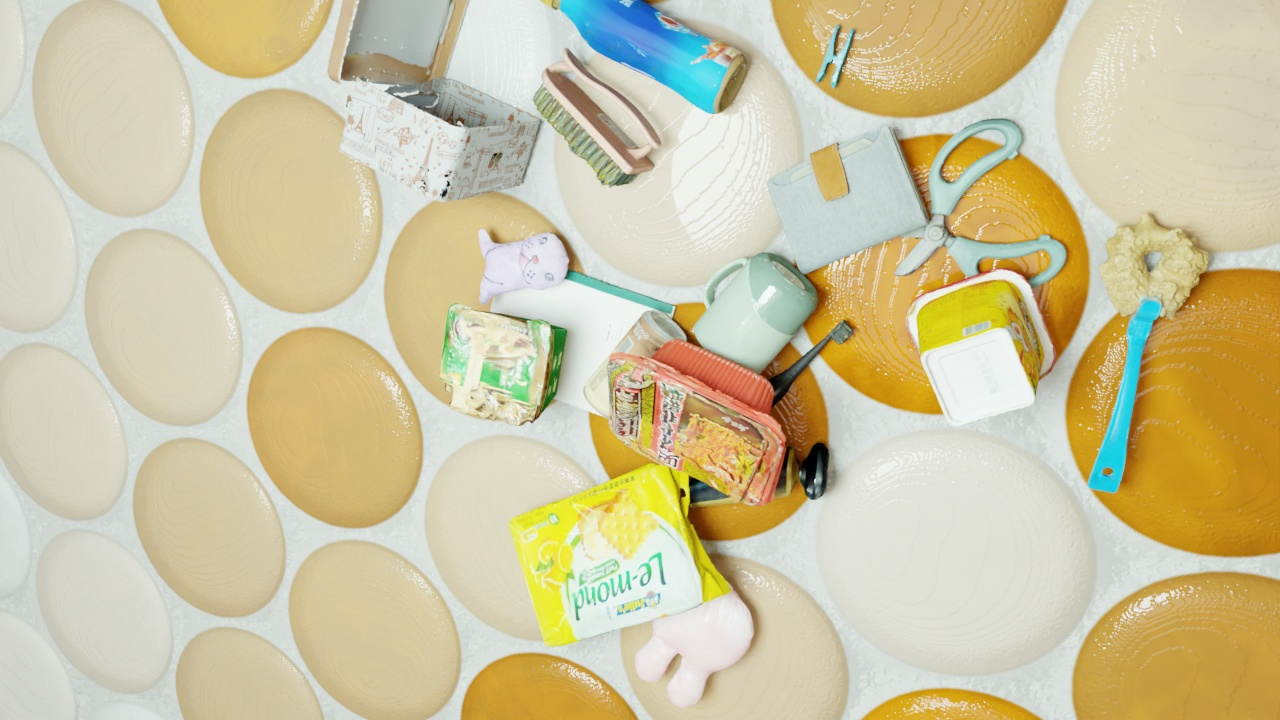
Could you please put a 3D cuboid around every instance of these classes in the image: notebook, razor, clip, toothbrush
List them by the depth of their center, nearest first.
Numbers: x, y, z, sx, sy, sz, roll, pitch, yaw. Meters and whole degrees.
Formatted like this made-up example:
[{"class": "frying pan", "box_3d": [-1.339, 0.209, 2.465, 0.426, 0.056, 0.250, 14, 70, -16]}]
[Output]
[{"class": "clip", "box_3d": [0.185, -0.287, 0.866, 0.045, 0.014, 0.057, 22, 111, 16]}, {"class": "toothbrush", "box_3d": [0.139, 0.033, 0.956, 0.213, 0.026, 0.027, -45, 73, 23]}, {"class": "razor", "box_3d": [0.124, 0.131, 0.977, 0.168, 0.062, 0.067, -16, 129, 28]}, {"class": "notebook", "box_3d": [-0.076, -0.024, 1.027, 0.209, 0.012, 0.150, 20, 108, 14]}]

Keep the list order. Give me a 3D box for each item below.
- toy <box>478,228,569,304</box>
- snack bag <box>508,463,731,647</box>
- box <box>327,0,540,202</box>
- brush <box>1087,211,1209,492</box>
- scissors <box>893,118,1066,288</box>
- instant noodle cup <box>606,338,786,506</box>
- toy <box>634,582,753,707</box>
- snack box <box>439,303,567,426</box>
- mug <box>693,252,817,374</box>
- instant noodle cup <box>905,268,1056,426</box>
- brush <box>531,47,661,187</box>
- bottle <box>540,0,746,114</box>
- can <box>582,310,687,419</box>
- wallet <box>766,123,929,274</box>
[{"class": "toy", "box_3d": [-0.128, -0.107, 1.000, 0.108, 0.039, 0.084, -5, 88, 20]}, {"class": "snack bag", "box_3d": [-0.030, 0.215, 1.022, 0.247, 0.068, 0.158, -24, 80, 28]}, {"class": "box", "box_3d": [-0.189, -0.279, 0.915, 0.157, 0.180, 0.198, 27, 111, 14]}, {"class": "brush", "box_3d": [0.440, -0.003, 0.821, 0.083, 0.045, 0.255, 10, 101, 14]}, {"class": "scissors", "box_3d": [0.313, -0.145, 0.853, 0.170, 0.019, 0.181, 11, 108, 18]}, {"class": "instant noodle cup", "box_3d": [0.062, 0.055, 0.904, 0.189, 0.078, 0.165, 26, 150, 15]}, {"class": "toy", "box_3d": [0.057, 0.311, 1.038, 0.121, 0.054, 0.160, 35, 107, 16]}, {"class": "snack box", "box_3d": [-0.138, -0.003, 0.990, 0.118, 0.105, 0.117, 14, 103, 14]}, {"class": "mug", "box_3d": [0.110, -0.056, 0.921, 0.106, 0.082, 0.111, -52, 52, 23]}, {"class": "instant noodle cup", "box_3d": [0.304, -0.006, 0.824, 0.116, 0.123, 0.116, -21, 103, 27]}, {"class": "brush", "box_3d": [-0.046, -0.247, 0.934, 0.145, 0.063, 0.073, 48, 118, 5]}, {"class": "bottle", "box_3d": [-0.003, -0.317, 0.897, 0.219, 0.065, 0.065, 31, 111, 10]}, {"class": "can", "box_3d": [-0.006, 0.006, 0.972, 0.058, 0.058, 0.116, 42, 111, 6]}, {"class": "wallet", "box_3d": [0.194, -0.154, 0.876, 0.130, 0.036, 0.106, -21, 94, 30]}]
